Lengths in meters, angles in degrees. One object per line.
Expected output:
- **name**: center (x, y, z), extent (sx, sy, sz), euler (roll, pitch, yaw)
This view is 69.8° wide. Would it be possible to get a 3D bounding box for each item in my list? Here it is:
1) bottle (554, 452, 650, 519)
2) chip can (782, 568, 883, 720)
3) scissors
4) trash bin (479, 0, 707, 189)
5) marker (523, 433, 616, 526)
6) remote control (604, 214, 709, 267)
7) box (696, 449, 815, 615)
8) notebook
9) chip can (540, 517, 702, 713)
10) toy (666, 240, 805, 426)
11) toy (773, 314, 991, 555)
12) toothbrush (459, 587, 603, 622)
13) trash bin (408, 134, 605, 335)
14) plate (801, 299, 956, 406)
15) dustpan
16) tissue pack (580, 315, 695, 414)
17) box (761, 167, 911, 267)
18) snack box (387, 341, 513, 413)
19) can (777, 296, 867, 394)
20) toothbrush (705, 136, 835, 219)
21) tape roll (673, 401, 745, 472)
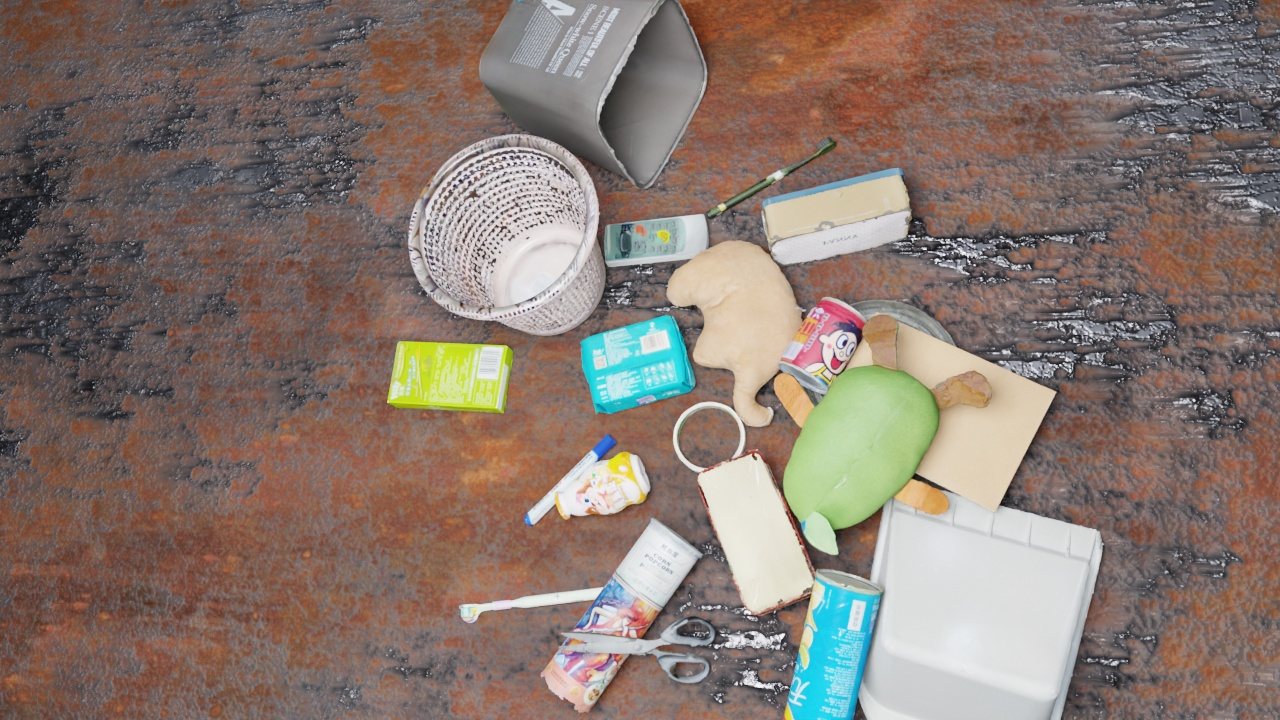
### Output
- **bottle**: center (-0.045, 0.151, 1.077), extent (0.108, 0.063, 0.063), euler (-23, 69, 7)
- **chip can**: center (0.190, 0.325, 0.935), extent (0.071, 0.071, 0.210), euler (13, 90, 17)
- **scissors**: center (0.000, 0.317, 0.991), extent (0.171, 0.014, 0.146), euler (-28, 103, -13)
- **trash bin**: center (-0.065, -0.366, 1.179), extent (0.220, 0.198, 0.199), euler (25, 81, 25)
- **marker**: center (-0.086, 0.146, 1.113), extent (0.145, 0.017, 0.017), euler (-45, 68, -2)
- **remote control**: center (0.020, -0.154, 1.177), extent (0.135, 0.019, 0.056), euler (-4, 72, 13)
- **box**: center (0.126, 0.190, 1.012), extent (0.091, 0.080, 0.168), euler (-23, 68, 5)
- **notebook**: center (0.323, 0.052, 1.016), extent (0.211, 0.012, 0.149), euler (27, 82, 20)
- **chip can**: center (-0.021, 0.283, 1.026), extent (0.071, 0.071, 0.214), euler (35, 85, 21)
- **toy**: center (0.126, -0.038, 1.088), extent (0.143, 0.082, 0.226), euler (-25, 72, 10)
- **toy**: center (0.239, 0.082, 0.973), extent (0.227, 0.090, 0.247), euler (38, 97, 9)
- **toothbrush**: center (-0.121, 0.285, 1.079), extent (0.190, 0.029, 0.020), euler (-10, 30, 9)
- **trash bin**: center (-0.137, -0.127, 1.115), extent (0.228, 0.192, 0.227), euler (-4, 72, 12)
- **plate**: center (0.276, 0.016, 1.059), extent (0.180, 0.024, 0.179), euler (-5, 72, 14)
- **dustpan**: center (0.341, 0.291, 0.965), extent (0.223, 0.143, 0.256), euler (14, 48, 18)
- **tissue pack**: center (-0.007, 0.007, 1.118), extent (0.133, 0.050, 0.093), euler (-15, 72, 10)
- **box**: center (0.239, -0.169, 1.091), extent (0.184, 0.090, 0.061), euler (-13, 69, 7)
- **snack box**: center (-0.246, 0.021, 1.187), extent (0.156, 0.026, 0.085), euler (2, 74, 14)
- **can**: center (0.207, -0.018, 1.039), extent (0.066, 0.066, 0.093), euler (31, 82, 20)
- **toothbrush**: center (0.164, -0.232, 1.170), extent (0.186, 0.012, 0.017), euler (-30, 63, 4)
- **tape roll**: center (0.082, 0.092, 1.089), extent (0.086, 0.014, 0.085), euler (-4, 73, 13)
